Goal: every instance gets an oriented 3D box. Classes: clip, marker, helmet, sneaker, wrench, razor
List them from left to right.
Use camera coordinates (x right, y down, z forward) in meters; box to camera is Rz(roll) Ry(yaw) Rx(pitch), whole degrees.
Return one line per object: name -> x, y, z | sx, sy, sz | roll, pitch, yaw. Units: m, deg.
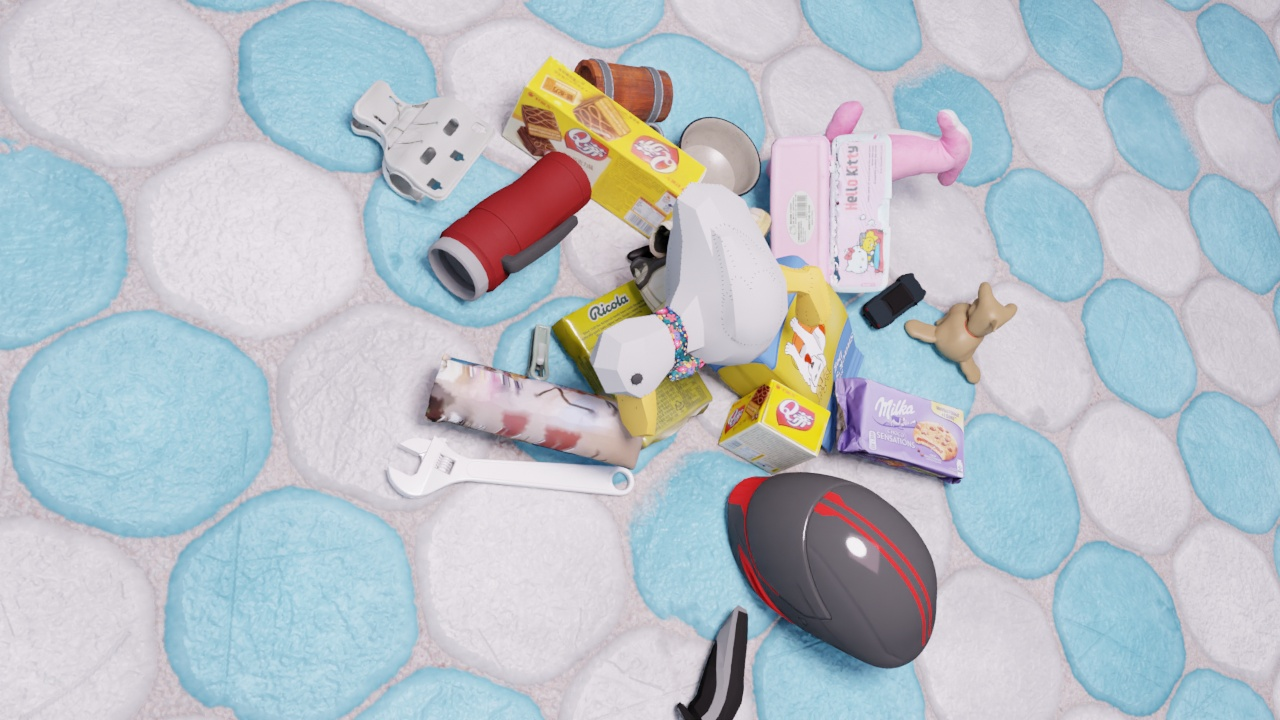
clip -> -0.261, -0.252, 1.059 | 0.151, 0.092, 0.125 | 27, 61, 4
wrench -> -0.134, 0.122, 0.993 | 0.273, 0.018, 0.066 | 7, 70, -21
clip -> -0.115, -0.005, 1.038 | 0.023, 0.035, 0.074 | 11, 62, -17
marker -> 0.043, -0.144, 1.162 | 0.138, 0.016, 0.022 | -18, 110, -27
sneaker -> 0.067, -0.135, 1.114 | 0.102, 0.089, 0.240 | 46, 49, -1
razor -> 0.089, 0.340, 0.990 | 0.060, 0.057, 0.155 | 21, 61, 21
helmet -> 0.227, 0.223, 1.019 | 0.264, 0.170, 0.163 | 48, 61, -1

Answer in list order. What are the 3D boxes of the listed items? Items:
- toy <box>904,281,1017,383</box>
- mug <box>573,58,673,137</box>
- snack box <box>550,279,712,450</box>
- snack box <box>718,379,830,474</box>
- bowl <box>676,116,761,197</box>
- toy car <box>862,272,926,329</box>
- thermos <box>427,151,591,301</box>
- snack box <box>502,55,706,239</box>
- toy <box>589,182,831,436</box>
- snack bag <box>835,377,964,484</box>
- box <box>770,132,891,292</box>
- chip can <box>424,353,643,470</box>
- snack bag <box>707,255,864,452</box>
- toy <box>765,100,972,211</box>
toy -> 0.449, -0.046, 1.247 | 0.134, 0.108, 0.105 | 37, 46, -7
mug -> -0.021, -0.320, 1.167 | 0.111, 0.082, 0.117 | -6, 92, -28
snack box -> -0.006, 0.006, 1.072 | 0.121, 0.045, 0.181 | -32, 89, -31
snack box -> 0.156, 0.080, 1.076 | 0.083, 0.106, 0.061 | 29, 63, -11
bowl -> 0.092, -0.250, 1.192 | 0.115, 0.059, 0.115 | 7, 69, -20
toy car -> 0.348, -0.082, 1.253 | 0.111, 0.034, 0.046 | -33, 87, -29
thermos -> -0.136, -0.151, 1.042 | 0.108, 0.084, 0.198 | 24, 55, 29
snack box -> -0.045, -0.252, 1.107 | 0.230, 0.110, 0.061 | 34, 61, -8
toy -> 0.063, -0.058, 0.943 | 0.266, 0.141, 0.247 | -14, 110, -32
snack bag -> 0.323, 0.090, 1.155 | 0.205, 0.059, 0.096 | 18, 69, -26
box -> 0.239, -0.184, 1.163 | 0.155, 0.044, 0.201 | 1, 101, 15
chip can -> -0.108, 0.056, 0.973 | 0.229, 0.080, 0.079 | 15, 67, -8
snack bag -> 0.198, -0.005, 1.137 | 0.205, 0.102, 0.158 | 41, 60, -27
toy -> 0.299, -0.243, 1.206 | 0.266, 0.187, 0.127 | -5, 65, 15
